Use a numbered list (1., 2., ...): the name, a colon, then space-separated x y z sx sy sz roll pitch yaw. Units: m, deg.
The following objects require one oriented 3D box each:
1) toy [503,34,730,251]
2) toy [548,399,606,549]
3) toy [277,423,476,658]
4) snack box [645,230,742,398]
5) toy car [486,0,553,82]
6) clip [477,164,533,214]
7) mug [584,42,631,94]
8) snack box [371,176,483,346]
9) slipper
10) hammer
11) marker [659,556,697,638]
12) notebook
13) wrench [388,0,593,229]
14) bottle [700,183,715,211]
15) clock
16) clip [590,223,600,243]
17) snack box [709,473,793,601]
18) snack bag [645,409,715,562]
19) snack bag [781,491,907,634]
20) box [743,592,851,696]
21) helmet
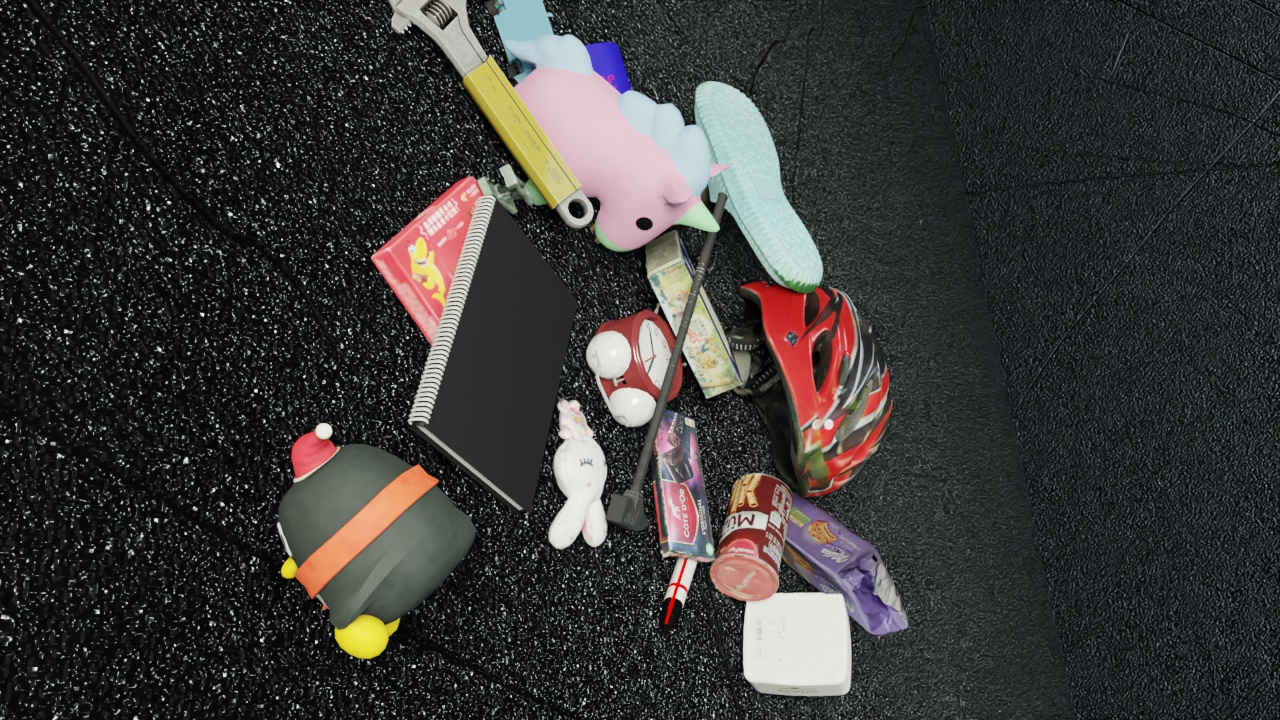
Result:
1. toy: -0.030 -0.196 0.809 0.222 0.171 0.119 65 32 -15
2. toy: -0.051 0.094 0.772 0.076 0.037 0.125 18 69 -64
3. toy: -0.164 0.098 0.539 0.099 0.097 0.119 -44 92 -11
4. snack box: 0.053 -0.051 0.954 0.144 0.043 0.145 -92 157 -71
5. toy car: -0.103 -0.309 0.855 0.027 0.060 0.108 -32 104 -70
6. clip: -0.110 -0.143 0.773 0.076 0.047 0.023 21 45 -82
7. mug: -0.046 -0.256 0.915 0.111 0.079 0.083 -67 140 -86
8. snack box: -0.144 -0.077 0.716 0.089 0.021 0.132 60 33 -23
9. slipper: 0.116 -0.186 1.005 0.115 0.070 0.276 0 63 -48
10. hammer: 0.034 -0.003 0.843 0.095 0.015 0.324 49 56 -69
11. marker: 0.041 0.208 0.891 0.019 0.019 0.145 58 34 -26
12. notebook: -0.106 -0.005 0.718 0.149 0.016 0.206 53 39 -48
13. wrench: -0.121 -0.226 0.758 0.083 0.018 0.273 -40 99 -24
14. bottle: 0.020 -0.199 0.992 0.206 0.072 0.071 -8 84 -59
15. clock: -0.005 0.005 0.879 0.096 0.048 0.137 65 30 -15
16. clip: -0.028 -0.134 0.932 0.062 0.025 0.047 11 68 -54
17. snack box: 0.121 0.187 0.980 0.072 0.072 0.121 57 34 -27
18. snack bag: 0.038 0.121 0.910 0.074 0.018 0.155 21 54 -46
19. snack bag: 0.211 0.217 1.015 0.058 0.205 0.096 -37 118 -12
20. box: 0.175 0.314 0.989 0.130 0.110 0.102 66 25 -52
21. helmet: 0.186 0.025 1.017 0.271 0.167 0.218 -97 177 -48
